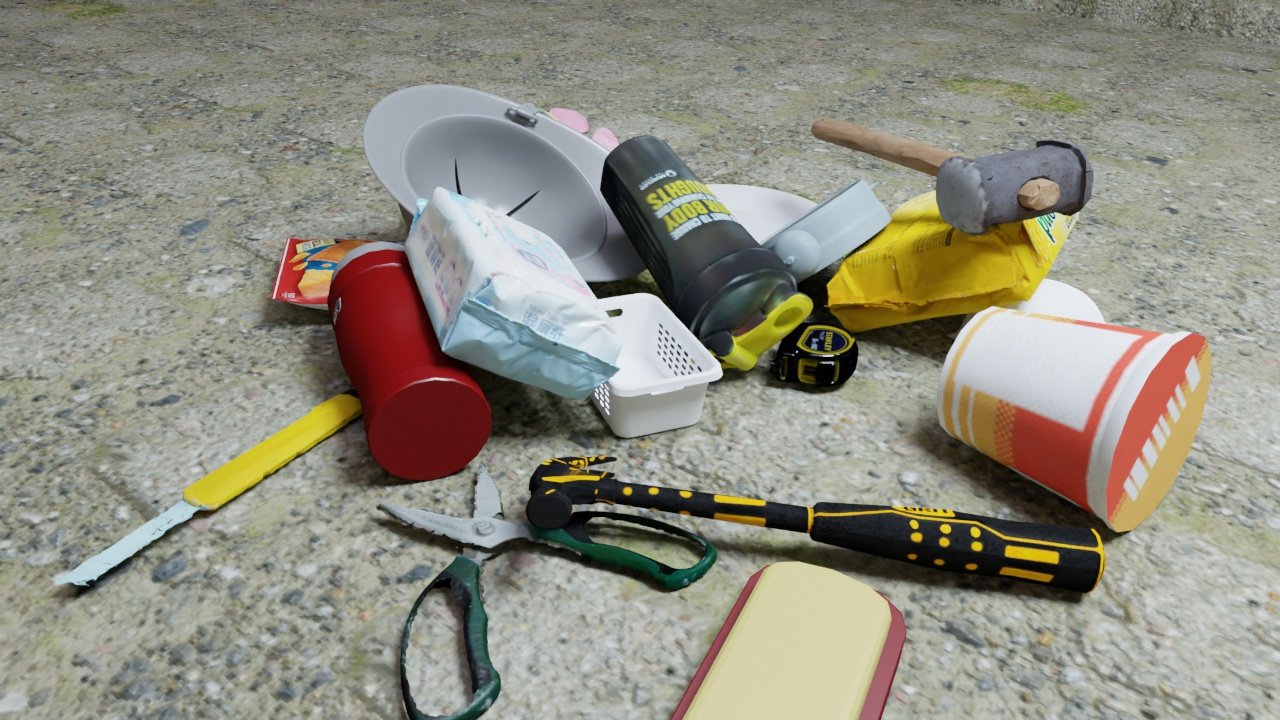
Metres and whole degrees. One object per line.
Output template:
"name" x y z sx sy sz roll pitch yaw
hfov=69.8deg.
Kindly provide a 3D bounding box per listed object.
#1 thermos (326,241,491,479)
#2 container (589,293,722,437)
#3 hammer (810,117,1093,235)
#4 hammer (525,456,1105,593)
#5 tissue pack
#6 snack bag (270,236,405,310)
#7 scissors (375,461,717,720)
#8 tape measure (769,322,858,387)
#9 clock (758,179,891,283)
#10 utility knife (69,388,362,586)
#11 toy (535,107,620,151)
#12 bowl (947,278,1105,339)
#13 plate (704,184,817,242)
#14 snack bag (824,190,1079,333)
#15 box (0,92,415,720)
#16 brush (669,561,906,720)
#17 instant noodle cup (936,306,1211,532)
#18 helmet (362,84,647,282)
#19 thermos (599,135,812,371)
"thermos" -0.153 -0.010 0.640 0.108 0.084 0.198 -11 35 -19
"container" -0.004 0.004 0.660 0.080 0.050 0.129 -10 33 -20
"hammer" 0.232 -0.173 0.774 0.098 0.052 0.328 -12 25 -12
"hammer" 0.096 0.090 0.521 0.320 0.036 0.123 8 6 3
"tissue pack" -0.091 -0.052 0.627 0.112 0.070 0.181 21 21 -34
"snack bag" -0.234 -0.076 0.790 0.144 0.039 0.130 1 29 -15
"scissors" -0.069 0.122 0.492 0.202 0.015 0.203 10 33 12
"tape measure" 0.134 -0.003 0.698 0.061 0.034 0.061 8 32 15
"clock" 0.144 -0.101 0.792 0.159 0.045 0.123 -35 4 -31
"utility knife" -0.248 0.070 0.563 0.030 0.019 0.224 11 26 25
"toy" -0.123 -0.197 0.950 0.237 0.088 0.190 -38 86 -34
"bowl" 0.323 -0.032 0.744 0.114 0.051 0.114 2 30 -1
"plate" 0.100 -0.139 0.946 0.208 0.015 0.208 2 30 -1
"snack bag" 0.270 -0.101 0.786 0.160 0.068 0.246 -9 19 38
"box" -0.288 0.059 0.375 0.214 0.171 0.477 12 70 15
"brush" 0.067 0.153 0.419 0.082 0.042 0.172 16 33 21
"instant noodle cup" 0.269 0.026 0.585 0.123 0.123 0.121 -21 30 -34
"helmet" -0.123 -0.126 0.817 0.271 0.118 0.183 18 54 -23
"thermos" 0.041 -0.088 0.733 0.098 0.098 0.220 -14 51 -25
